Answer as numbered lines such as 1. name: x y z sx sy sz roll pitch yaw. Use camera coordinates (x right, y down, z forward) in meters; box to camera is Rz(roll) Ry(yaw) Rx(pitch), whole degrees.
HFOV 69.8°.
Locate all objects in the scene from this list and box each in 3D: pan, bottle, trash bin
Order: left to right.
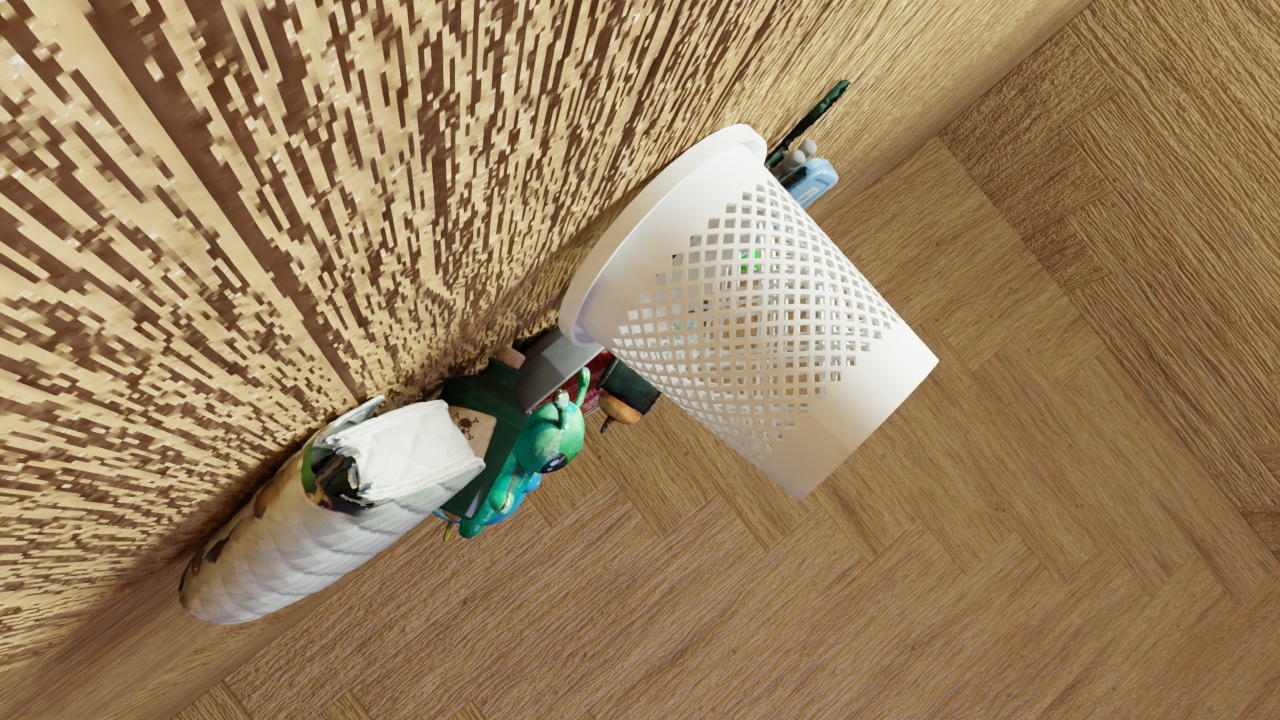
1. bottle: -0.129 0.050 0.709 0.061 0.061 0.131 15 -104 60
2. pan: -0.072 -0.014 0.927 0.179 0.041 0.356 -38 -176 26
3. trash bin: 0.082 -0.021 0.635 0.195 0.199 0.196 -44 169 -11

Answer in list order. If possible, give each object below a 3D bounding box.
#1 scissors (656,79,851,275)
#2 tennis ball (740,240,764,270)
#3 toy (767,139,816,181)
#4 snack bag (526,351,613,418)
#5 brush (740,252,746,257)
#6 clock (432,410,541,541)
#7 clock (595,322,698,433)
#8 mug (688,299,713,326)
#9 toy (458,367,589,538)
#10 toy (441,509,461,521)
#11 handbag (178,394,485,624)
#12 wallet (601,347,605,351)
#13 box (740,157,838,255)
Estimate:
1. scissors: 0.090 -0.149 0.781 0.201 0.015 0.202 -47 -178 -32
2. tennis ball: 0.146 -0.152 1.221 0.065 0.065 0.065 -38 178 -2
3. toy: 0.139 -0.183 0.900 0.049 0.030 0.112 -43 -179 -17
4. snack bag: -0.097 0.041 1.047 0.176 0.082 0.082 -30 177 -5
5. brush: 0.100 -0.135 1.107 0.089 0.043 0.229 -37 178 -26
6. clock: -0.167 0.108 0.969 0.161 0.117 0.060 -39 166 12
7. clock: -0.006 0.006 0.957 0.158 0.073 0.121 -57 -178 15
8. mug: 0.043 -0.078 1.064 0.104 0.084 0.112 -166 -80 -85
9. toy: -0.111 0.090 0.860 0.194 0.072 0.130 -48 -178 21
10. toy: -0.227 0.117 0.915 0.106 0.085 0.074 -15 -136 32
11. handbag: -0.208 0.098 0.611 0.195 0.072 0.138 -38 169 31
12. wallet: -0.058 -0.022 1.135 0.089 0.026 0.115 -35 177 -27
13. box: 0.095 -0.130 0.896 0.210 0.037 0.065 -37 166 27
